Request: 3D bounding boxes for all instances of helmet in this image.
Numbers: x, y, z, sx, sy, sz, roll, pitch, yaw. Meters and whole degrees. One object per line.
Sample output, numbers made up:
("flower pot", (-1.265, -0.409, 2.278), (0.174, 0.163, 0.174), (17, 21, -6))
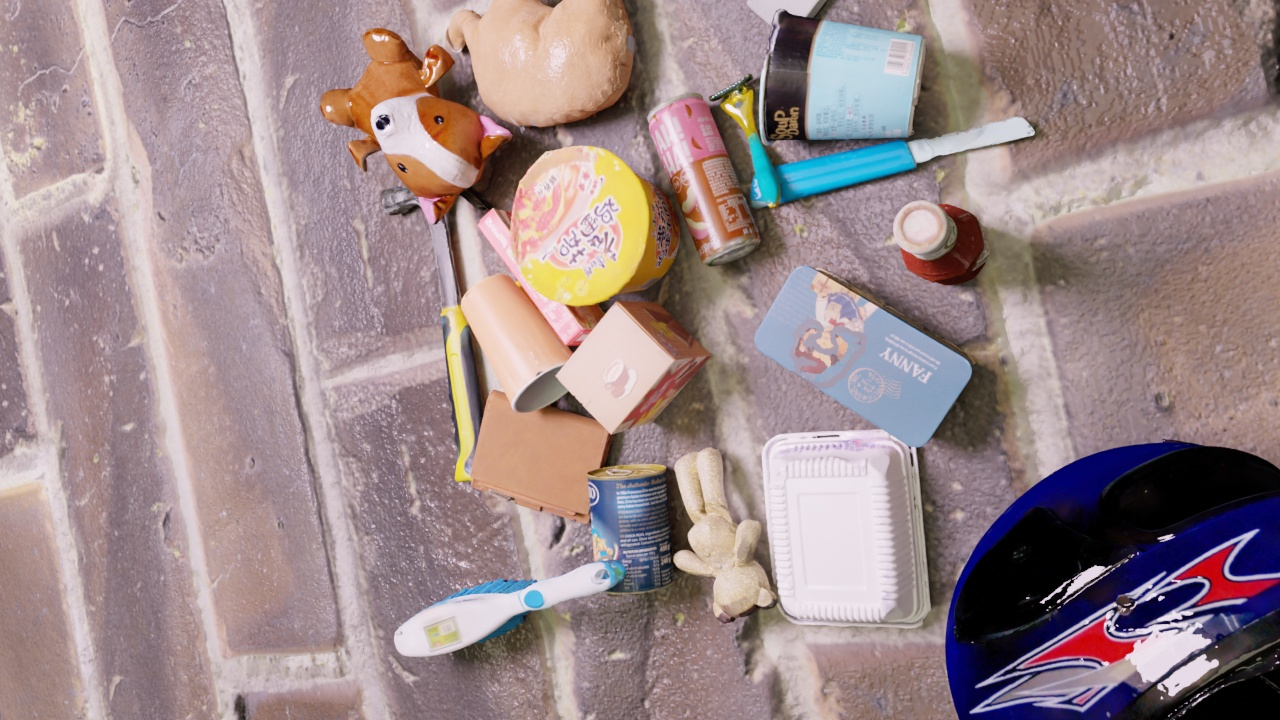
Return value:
("helmet", (0.350, 0.171, 0.602), (0.247, 0.240, 0.316), (28, 117, -18))

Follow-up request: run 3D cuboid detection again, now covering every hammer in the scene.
("hammer", (-0.193, -0.035, 0.960), (0.126, 0.031, 0.323), (-9, 89, 26))

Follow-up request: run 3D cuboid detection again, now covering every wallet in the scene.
("wallet", (-0.100, 0.097, 0.915), (0.132, 0.031, 0.108), (15, 98, 13))

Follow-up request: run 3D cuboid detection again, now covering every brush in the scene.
("brush", (-0.123, 0.238, 0.901), (0.315, 0.109, 0.060), (-24, 80, 24))

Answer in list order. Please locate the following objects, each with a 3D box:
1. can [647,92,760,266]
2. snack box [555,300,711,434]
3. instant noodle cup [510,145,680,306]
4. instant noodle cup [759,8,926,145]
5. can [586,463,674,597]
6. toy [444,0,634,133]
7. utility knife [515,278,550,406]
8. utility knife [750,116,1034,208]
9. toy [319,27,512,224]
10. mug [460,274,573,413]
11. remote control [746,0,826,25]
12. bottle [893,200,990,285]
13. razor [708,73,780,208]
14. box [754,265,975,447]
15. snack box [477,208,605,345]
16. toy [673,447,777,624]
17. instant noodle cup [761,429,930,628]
("can", (0.057, -0.161, 0.822), (0.058, 0.057, 0.147), (-24, 83, 24))
("snack box", (-0.005, 0.005, 0.840), (0.077, 0.094, 0.093), (46, 109, 15))
("instant noodle cup", (-0.033, -0.119, 0.838), (0.138, 0.109, 0.138), (2, 94, 25))
("instant noodle cup", (0.167, -0.226, 0.750), (0.120, 0.111, 0.111), (9, 97, 15))
("can", (-0.009, 0.158, 0.861), (0.075, 0.075, 0.111), (-4, 92, 25))
("toy", (-0.110, -0.294, 0.885), (0.226, 0.082, 0.143), (7, 92, 28))
("utility knife", (-0.108, -0.016, 0.931), (0.033, 0.015, 0.164), (-2, 93, 31))
("utility knife", (0.205, -0.168, 0.775), (0.237, 0.018, 0.034), (-9, 87, 26))
("toy", (-0.223, -0.234, 0.903), (0.140, 0.130, 0.199), (-48, 71, 19))
("mug", (-0.119, -0.020, 0.887), (0.078, 0.078, 0.122), (-43, 69, 20))
("remote control", (0.154, -0.346, 0.788), (0.056, 0.019, 0.135), (44, 109, 17))
("bottle", (0.218, -0.088, 0.670), (0.060, 0.205, 0.060), (1, 92, 24))
("razor", (0.100, -0.189, 0.806), (0.043, 0.028, 0.132), (-24, 68, 19))
("box", (0.192, -0.003, 0.768), (0.184, 0.061, 0.090), (32, 106, 21))
("snack box", (-0.090, -0.080, 0.885), (0.025, 0.075, 0.153), (-42, 76, 19))
("toy", (0.073, 0.155, 0.831), (0.105, 0.066, 0.157), (-29, 71, 36))
("instant noodle cup", (0.169, 0.149, 0.788), (0.138, 0.060, 0.173), (-5, 90, 25))
